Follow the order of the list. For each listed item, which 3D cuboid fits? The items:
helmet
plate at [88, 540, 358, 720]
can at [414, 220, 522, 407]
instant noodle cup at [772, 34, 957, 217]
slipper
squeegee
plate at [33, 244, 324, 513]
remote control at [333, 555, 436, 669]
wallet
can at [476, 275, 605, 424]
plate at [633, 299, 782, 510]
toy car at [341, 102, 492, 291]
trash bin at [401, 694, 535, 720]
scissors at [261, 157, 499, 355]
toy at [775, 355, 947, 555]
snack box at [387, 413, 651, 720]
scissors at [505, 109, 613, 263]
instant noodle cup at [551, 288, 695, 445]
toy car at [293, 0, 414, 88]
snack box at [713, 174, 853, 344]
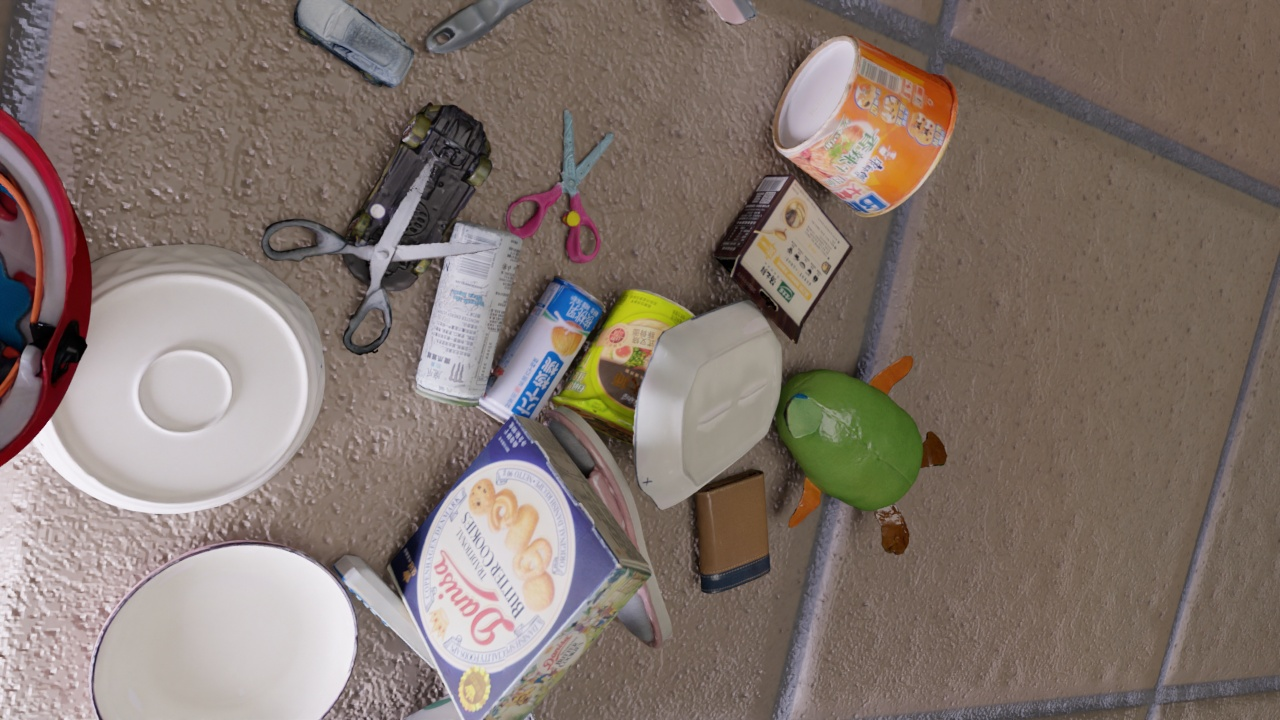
[{"bbox_3d":[-0.429,-0.031,0.543,0.207,0.144,0.239,28,77,-9],"label":"helmet"},{"bbox_3d":[-0.324,0.229,0.726,0.192,0.039,0.192,-7,105,-28],"label":"plate"},{"bbox_3d":[-0.142,-0.039,0.758,0.058,0.058,0.147,12,95,-31],"label":"can"},{"bbox_3d":[0.204,-0.227,0.869,0.111,0.151,0.151,23,89,-24],"label":"instant noodle cup"},{"bbox_3d":[-0.039,0.162,0.836,0.054,0.114,0.275,-32,122,-25],"label":"slipper"},{"bbox_3d":[-0.072,-0.318,0.746,0.249,0.040,0.247,-38,101,-11],"label":"squeegee"},{"bbox_3d":[-0.333,0.018,0.670,0.204,0.046,0.205,-7,104,-29],"label":"plate"},{"bbox_3d":[-0.211,0.214,0.782,0.024,0.049,0.125,-43,119,-18],"label":"remote control"},{"bbox_3d":[0.096,0.179,0.961,0.090,0.033,0.115,-13,107,-30],"label":"wallet"},{"bbox_3d":[-0.088,-0.004,0.799,0.053,0.053,0.134,36,83,-31],"label":"can"},{"bbox_3d":[0.074,0.036,0.836,0.265,0.034,0.162,-22,117,-57],"label":"plate"},{"bbox_3d":[-0.178,-0.128,0.724,0.070,0.042,0.158,31,97,-30],"label":"toy car"},{"bbox_3d":[-0.188,0.404,0.748,0.251,0.230,0.230,-18,110,-19],"label":"trash bin"},{"bbox_3d":[-0.197,-0.077,0.705,0.178,0.014,0.160,-1,119,-3],"label":"scissors"},{"bbox_3d":[0.233,0.092,0.986,0.246,0.090,0.226,39,80,-27],"label":"toy"},{"bbox_3d":[-0.104,0.167,0.730,0.182,0.178,0.045,-50,139,9],"label":"snack box"},{"bbox_3d":[-0.070,-0.150,0.800,0.118,0.017,0.133,-6,100,-24],"label":"scissors"},{"bbox_3d":[-0.005,0.005,0.825,0.111,0.112,0.123,31,77,-31],"label":"instant noodle cup"},{"bbox_3d":[-0.213,-0.242,0.686,0.090,0.034,0.043,31,88,-30],"label":"toy car"},{"bbox_3d":[0.139,-0.100,0.906,0.113,0.053,0.125,42,77,-30],"label":"snack box"}]
